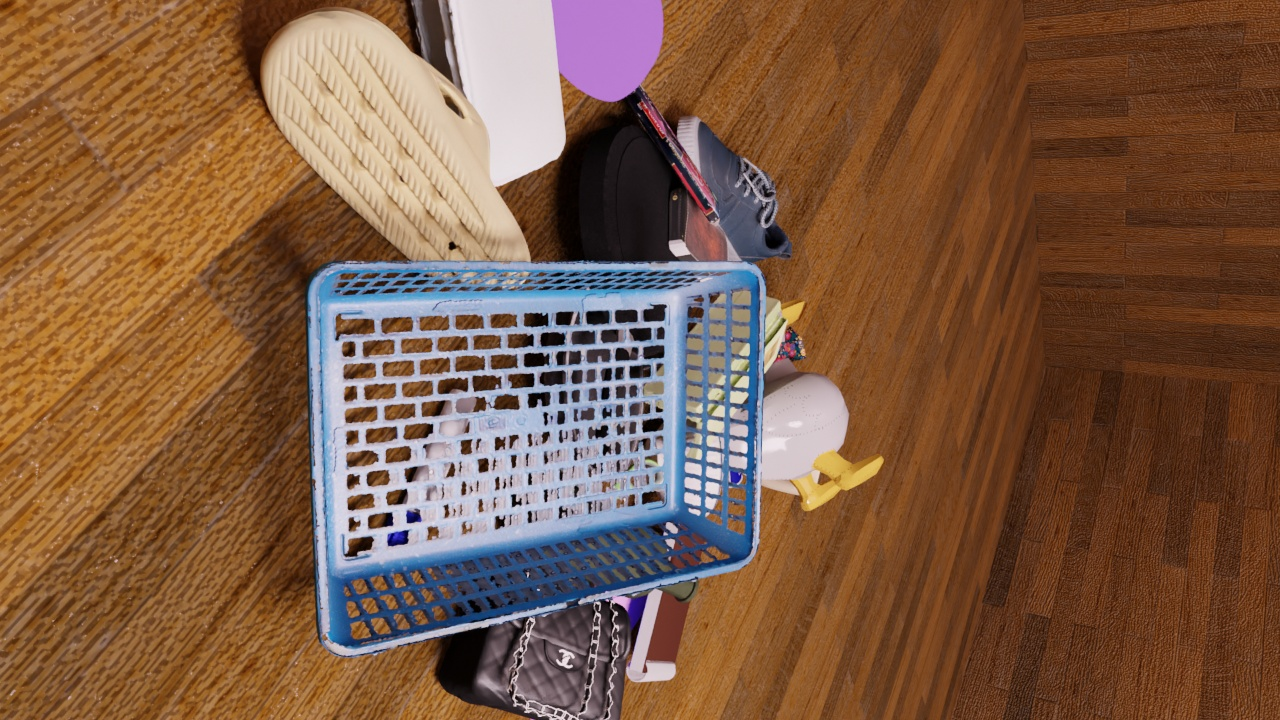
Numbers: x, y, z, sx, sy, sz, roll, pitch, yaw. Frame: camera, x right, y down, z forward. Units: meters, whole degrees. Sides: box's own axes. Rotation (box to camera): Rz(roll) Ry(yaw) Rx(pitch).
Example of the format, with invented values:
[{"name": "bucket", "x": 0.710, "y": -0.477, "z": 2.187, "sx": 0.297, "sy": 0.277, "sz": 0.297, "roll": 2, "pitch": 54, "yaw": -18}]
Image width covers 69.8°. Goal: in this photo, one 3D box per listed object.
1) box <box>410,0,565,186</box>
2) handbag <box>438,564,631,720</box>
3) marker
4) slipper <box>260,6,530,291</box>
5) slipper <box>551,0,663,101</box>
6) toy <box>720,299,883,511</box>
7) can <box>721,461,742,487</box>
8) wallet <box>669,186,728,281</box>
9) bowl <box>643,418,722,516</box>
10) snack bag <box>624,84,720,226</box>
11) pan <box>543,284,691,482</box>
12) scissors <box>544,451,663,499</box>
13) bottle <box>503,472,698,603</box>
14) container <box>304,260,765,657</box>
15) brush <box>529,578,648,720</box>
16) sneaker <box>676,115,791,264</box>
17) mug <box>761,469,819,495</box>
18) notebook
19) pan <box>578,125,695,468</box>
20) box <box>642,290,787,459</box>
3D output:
[{"name": "box", "x": -0.100, "y": -0.233, "z": 0.664, "sx": 0.083, "sy": 0.122, "sz": 0.216, "roll": -118, "pitch": -166, "yaw": -58}, {"name": "handbag", "x": -0.072, "y": 0.242, "z": 0.784, "sx": 0.153, "sy": 0.115, "sz": 0.124, "roll": 28, "pitch": 60, "yaw": -27}, {"name": "marker", "x": -0.166, "y": 0.086, "z": 0.724, "sx": 0.027, "sy": 0.023, "sz": 0.133, "roll": 32, "pitch": 67, "yaw": -32}, {"name": "slipper", "x": -0.157, "y": -0.143, "z": 0.640, "sx": 0.261, "sy": 0.111, "sz": 0.079, "roll": 58, "pitch": 27, "yaw": -50}, {"name": "slipper", "x": -0.087, "y": -0.329, "z": 0.714, "sx": 0.107, "sy": 0.084, "sz": 0.266, "roll": -44, "pitch": 124, "yaw": 7}, {"name": "toy", "x": 0.162, "y": 0.048, "z": 1.092, "sx": 0.246, "sy": 0.141, "sz": 0.267, "roll": -27, "pitch": 79, "yaw": -38}, {"name": "can", "x": 0.102, "y": 0.115, "z": 1.142, "sx": 0.032, "sy": 0.032, "sz": 0.095, "roll": -53, "pitch": 137, "yaw": -39}, {"name": "wallet", "x": 0.063, "y": -0.126, "z": 0.967, "sx": 0.123, "sy": 0.019, "sz": 0.072, "roll": 35, "pitch": 52, "yaw": -60}, {"name": "bowl", "x": 0.040, "y": 0.111, "z": 0.995, "sx": 0.062, "sy": 0.118, "sz": 0.118, "roll": 2, "pitch": 95, "yaw": -16}, {"name": "snack bag", "x": 0.033, "y": -0.208, "z": 0.916, "sx": 0.155, "sy": 0.018, "sz": 0.074, "roll": 54, "pitch": 16, "yaw": -17}, {"name": "pan", "x": -0.006, "y": 0.005, "z": 0.938, "sx": 0.356, "sy": 0.055, "sz": 0.187, "roll": -26, "pitch": 112, "yaw": -68}, {"name": "scissors", "x": -0.036, "y": 0.148, "z": 0.899, "sx": 0.171, "sy": 0.025, "sz": 0.160, "roll": -17, "pitch": 101, "yaw": -38}, {"name": "bottle", "x": -0.027, "y": 0.175, "z": 0.851, "sx": 0.206, "sy": 0.072, "sz": 0.071, "roll": 34, "pitch": 65, "yaw": -31}, {"name": "container", "x": -0.073, "y": 0.052, "z": 0.695, "sx": 0.361, "sy": 0.089, "sz": 0.257, "roll": -4, "pitch": 98, "yaw": -32}, {"name": "brush", "x": -0.054, "y": 0.263, "z": 0.912, "sx": 0.228, "sy": 0.043, "sz": 0.089, "roll": -49, "pitch": 134, "yaw": -42}, {"name": "sneaker", "x": 0.109, "y": -0.186, "z": 1.037, "sx": 0.235, "sy": 0.087, "sz": 0.089, "roll": 50, "pitch": 38, "yaw": -51}, {"name": "mug", "x": 0.186, "y": 0.111, "z": 1.209, "sx": 0.096, "sy": 0.100, "sz": 0.120, "roll": 22, "pitch": 79, "yaw": -71}, {"name": "notebook", "x": 0.033, "y": 0.266, "z": 1.014, "sx": 0.209, "sy": 0.022, "sz": 0.171, "roll": 61, "pitch": 43, "yaw": -69}, {"name": "pan", "x": -0.004, "y": -0.062, "z": 0.869, "sx": 0.225, "sy": 0.034, "sz": 0.355, "roll": 52, "pitch": 38, "yaw": -50}, {"name": "box", "x": 0.076, "y": 0.005, "z": 0.956, "sx": 0.187, "sy": 0.083, "sz": 0.092, "roll": -47, "pitch": 162, "yaw": -39}]
